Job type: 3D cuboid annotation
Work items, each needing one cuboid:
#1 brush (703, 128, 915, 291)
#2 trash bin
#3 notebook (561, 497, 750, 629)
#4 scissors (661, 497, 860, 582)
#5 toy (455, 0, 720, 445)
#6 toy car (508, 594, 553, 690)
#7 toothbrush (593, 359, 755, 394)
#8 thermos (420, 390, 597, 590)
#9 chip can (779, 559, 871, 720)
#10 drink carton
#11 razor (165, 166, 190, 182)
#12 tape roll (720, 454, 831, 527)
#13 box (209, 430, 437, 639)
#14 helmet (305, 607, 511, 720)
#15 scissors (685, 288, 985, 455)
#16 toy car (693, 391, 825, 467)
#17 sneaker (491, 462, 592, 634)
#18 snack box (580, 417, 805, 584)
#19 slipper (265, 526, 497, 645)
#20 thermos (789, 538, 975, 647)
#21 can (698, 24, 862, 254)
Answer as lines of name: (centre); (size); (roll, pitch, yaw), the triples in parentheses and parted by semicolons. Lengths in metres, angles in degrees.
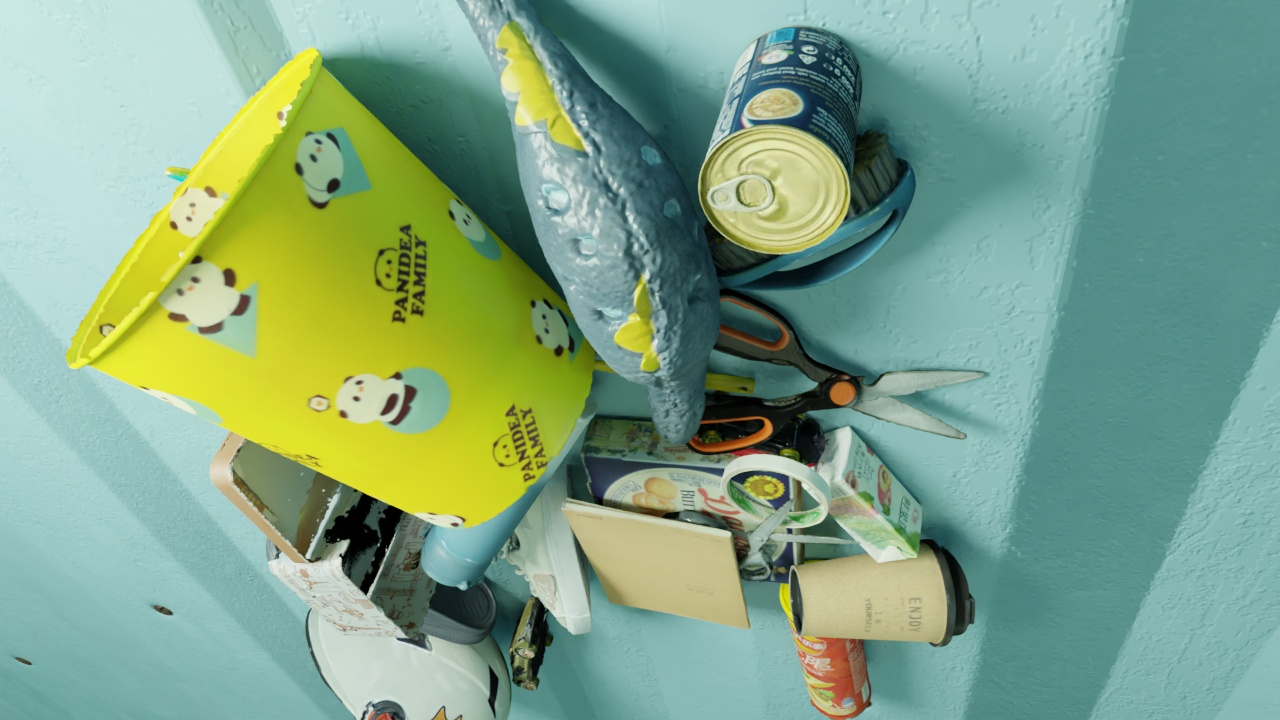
brush: (0.104, -0.081, 0.565); (0.144, 0.055, 0.073); (-23, 123, 36)
trash bin: (-0.180, -0.026, 0.601); (0.230, 0.229, 0.255); (-24, 131, 36)
notebook: (0.021, 0.194, 0.851); (0.150, 0.012, 0.212); (7, 146, 17)
scissors: (0.098, 0.150, 0.765); (0.181, 0.014, 0.159); (4, 145, 26)
toy: (-0.012, -0.064, 0.553); (0.091, 0.138, 0.357); (-31, 124, -10)
toy car: (-0.130, 0.330, 1.082); (0.042, 0.070, 0.158); (13, 136, 5)
toothbrush: (-0.004, 0.004, 0.724); (0.190, 0.016, 0.016); (8, 137, 7)
thermos: (-0.118, 0.103, 0.774); (0.070, 0.070, 0.221); (29, 115, -14)
chip can: (0.193, 0.289, 0.932); (0.073, 0.073, 0.217); (-2, 136, 19)
drink carton: (0.183, 0.113, 0.756); (0.046, 0.053, 0.122); (-20, 128, 38)
razor: (-0.286, -0.106, 0.681); (0.132, 0.028, 0.043); (35, 166, -24)
tape roll: (0.106, 0.103, 0.721); (0.086, 0.013, 0.086); (14, 143, 11)
box: (-0.255, 0.102, 0.788); (0.082, 0.176, 0.261); (-4, 136, 21)
helmet: (-0.245, 0.361, 1.066); (0.157, 0.230, 0.274); (-31, 108, -5)
scissors: (0.125, 0.026, 0.678); (0.224, 0.021, 0.205); (38, 110, -11)
toy car: (0.093, 0.059, 0.727); (0.106, 0.049, 0.031); (12, 140, 5)
sneaker: (-0.099, 0.196, 0.903); (0.091, 0.089, 0.243); (-6, 132, 2)
snack box: (0.052, 0.128, 0.820); (0.183, 0.045, 0.178); (3, 138, 15)
slipper: (-0.259, 0.217, 0.984); (0.268, 0.110, 0.083); (30, 121, -23)
thermos: (0.206, 0.206, 0.801); (0.143, 0.093, 0.093); (-3, 138, -2)
can: (0.078, -0.120, 0.490); (0.075, 0.110, 0.075); (10, 137, 9)
